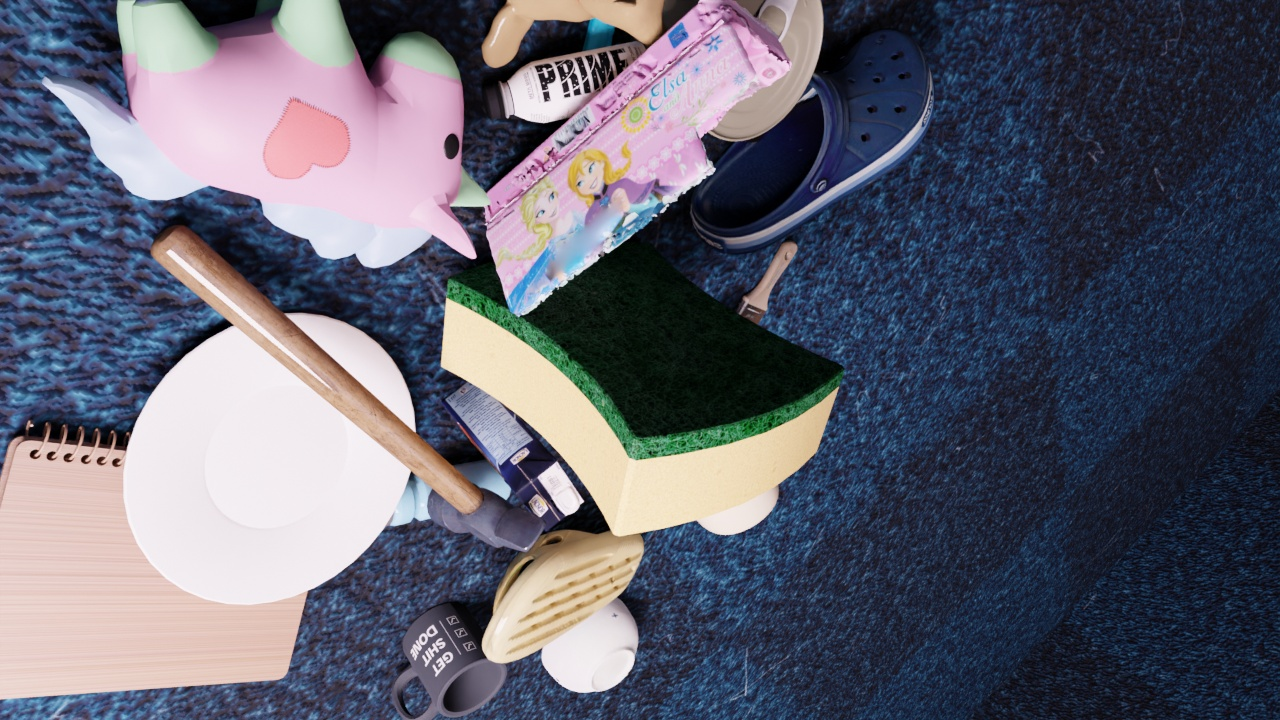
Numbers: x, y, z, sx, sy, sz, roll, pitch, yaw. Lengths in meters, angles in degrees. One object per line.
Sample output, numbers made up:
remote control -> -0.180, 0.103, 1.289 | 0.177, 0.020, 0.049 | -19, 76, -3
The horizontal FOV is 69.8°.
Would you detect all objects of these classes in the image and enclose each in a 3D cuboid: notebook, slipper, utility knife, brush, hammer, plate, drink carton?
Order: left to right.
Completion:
notebook -> -0.321, 0.136, 0.621 | 0.210, 0.022, 0.169 | 16, 86, -47
plate -> -0.252, 0.069, 0.645 | 0.208, 0.015, 0.209 | -17, 114, -44
hammer -> -0.191, 0.030, 0.621 | 0.322, 0.129, 0.040 | 49, 64, -32
drink carton -> -0.102, 0.071, 0.727 | 0.040, 0.130, 0.064 | -39, 138, -11
slipper -> -0.081, 0.207, 0.900 | 0.261, 0.079, 0.111 | -2, 121, -63
utility knife -> -0.025, -0.236, 0.645 | 0.022, 0.015, 0.124 | 6, 117, -24
brush -> -0.004, 0.004, 0.669 | 0.194, 0.250, 0.075 | -16, 130, -38
brush -> 0.112, -0.053, 0.914 | 0.038, 0.012, 0.151 | 17, 108, -47
slipper -> 0.146, -0.189, 0.765 | 0.252, 0.105, 0.095 | -42, 147, -5

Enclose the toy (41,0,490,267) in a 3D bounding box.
toy -> -0.193, -0.124, 0.517 | 0.221, 0.120, 0.171 | -22, 124, -29

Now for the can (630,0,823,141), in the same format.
can -> 0.063, -0.236, 0.679 | 0.127, 0.073, 0.128 | -24, 134, -27

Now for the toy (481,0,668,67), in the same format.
toy -> -0.033, -0.238, 0.573 | 0.105, 0.108, 0.134 | -39, 148, -56

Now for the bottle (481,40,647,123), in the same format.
bottle -> -0.050, -0.188, 0.629 | 0.116, 0.041, 0.041 | -15, 132, -11

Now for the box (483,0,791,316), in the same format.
box -> 0.000, -0.121, 0.611 | 0.231, 0.105, 0.086 | -33, 157, 31

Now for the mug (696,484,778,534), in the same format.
mug -> 0.090, 0.102, 0.930 | 0.120, 0.096, 0.100 | -34, 127, -6

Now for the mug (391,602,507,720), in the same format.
mug -> -0.188, 0.293, 0.865 | 0.105, 0.077, 0.071 | -43, 140, -7

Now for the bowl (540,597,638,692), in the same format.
bowl -> -0.048, 0.327, 1.029 | 0.113, 0.063, 0.114 | -23, 133, -27

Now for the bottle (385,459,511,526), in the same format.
bottle -> -0.172, 0.111, 0.766 | 0.129, 0.040, 0.040 | -7, 125, -39
